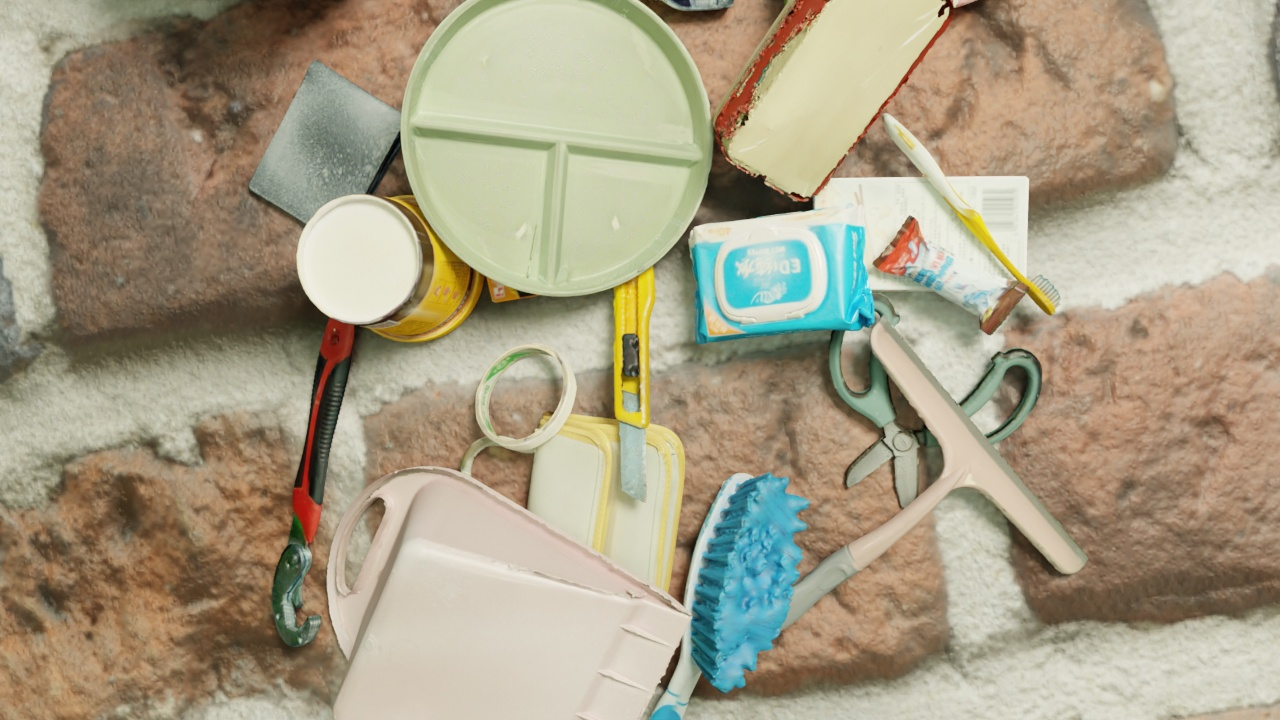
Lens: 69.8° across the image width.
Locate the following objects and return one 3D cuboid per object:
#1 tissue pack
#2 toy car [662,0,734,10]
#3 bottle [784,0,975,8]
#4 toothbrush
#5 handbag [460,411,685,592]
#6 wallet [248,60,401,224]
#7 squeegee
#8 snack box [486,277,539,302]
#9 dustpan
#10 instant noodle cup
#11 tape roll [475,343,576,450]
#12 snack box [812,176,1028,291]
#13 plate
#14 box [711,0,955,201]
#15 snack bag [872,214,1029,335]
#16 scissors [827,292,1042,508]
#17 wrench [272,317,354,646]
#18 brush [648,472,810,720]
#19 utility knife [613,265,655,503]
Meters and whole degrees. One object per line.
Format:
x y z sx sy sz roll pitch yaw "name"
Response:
0.101 -0.061 0.672 0.140 0.063 0.090 -4 91 31 "tissue pack"
0.032 -0.287 0.702 0.090 0.042 0.034 0 125 2 "toy car"
0.206 -0.287 0.671 0.197 0.068 0.068 -12 90 3 "bottle"
0.241 -0.109 0.669 0.018 0.016 0.191 -40 88 -5 "toothbrush"
-0.062 0.124 0.720 0.179 0.063 0.163 8 91 10 "handbag"
-0.255 -0.169 0.751 0.097 0.019 0.121 32 96 7 "wallet"
0.168 0.141 0.694 0.250 0.040 0.247 -41 96 11 "squeegee"
-0.093 -0.126 0.713 0.075 0.026 0.154 -9 103 3 "snack box"
-0.121 0.205 0.714 0.273 0.138 0.223 26 102 -9 "dustpan"
-0.191 -0.072 0.697 0.118 0.114 0.118 0 93 6 "instant noodle cup"
-0.091 0.028 0.718 0.086 0.014 0.085 -11 64 23 "tape roll"
0.209 -0.095 0.694 0.157 0.027 0.084 1 92 7 "snack box"
-0.059 -0.162 0.677 0.230 0.027 0.230 -2 100 -15 "plate"
0.129 -0.200 0.636 0.091 0.075 0.169 25 119 -22 "box"
0.225 -0.062 0.667 0.104 0.026 0.048 34 109 4 "snack bag"
0.225 0.026 0.697 0.181 0.019 0.170 -9 97 6 "scissors"
-0.268 0.098 0.754 0.056 0.016 0.273 9 90 33 "wrench"
0.046 0.233 0.701 0.060 0.109 0.314 17 87 -21 "brush"
-0.004 0.004 0.694 0.033 0.015 0.208 -4 71 8 "utility knife"
